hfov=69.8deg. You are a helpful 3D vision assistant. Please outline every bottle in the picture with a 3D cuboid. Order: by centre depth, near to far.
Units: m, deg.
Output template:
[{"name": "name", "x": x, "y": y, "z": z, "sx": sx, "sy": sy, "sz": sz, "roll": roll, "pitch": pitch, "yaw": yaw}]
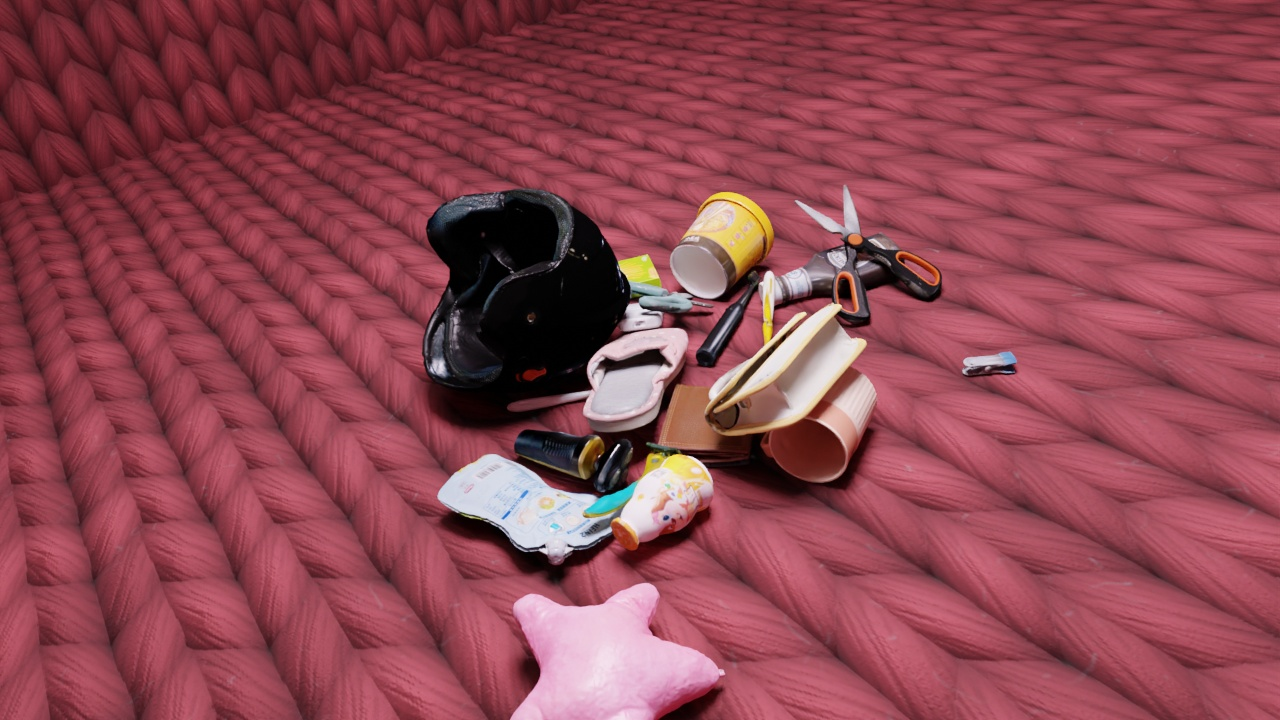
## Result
[{"name": "bottle", "x": 0.020, "y": 0.141, "z": 0.900, "sx": 0.108, "sy": 0.063, "sz": 0.063, "roll": -35, "pitch": 39, "yaw": -32}, {"name": "bottle", "x": 0.256, "y": -0.117, "z": 1.242, "sx": 0.194, "sy": 0.044, "sz": 0.079, "roll": -18, "pitch": 40, "yaw": -8}]

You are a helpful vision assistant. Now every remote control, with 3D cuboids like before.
[{"name": "remote control", "x": 0.002, "y": -0.059, "z": 1.217, "sx": 0.056, "sy": 0.020, "sz": 0.136, "roll": -8, "pitch": 11, "yaw": 4}]

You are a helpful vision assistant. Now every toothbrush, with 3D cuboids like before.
[{"name": "toothbrush", "x": -0.076, "y": 0.042, "z": 1.130, "sx": 0.180, "sy": 0.016, "sz": 0.016, "roll": -10, "pitch": 26, "yaw": 2}, {"name": "toothbrush", "x": 0.160, "y": -0.050, "z": 1.155, "sx": 0.016, "sy": 0.018, "sz": 0.190, "roll": 1, "pitch": 48, "yaw": 10}, {"name": "toothbrush", "x": 0.122, "y": -0.061, "z": 1.213, "sx": 0.026, "sy": 0.027, "sz": 0.212, "roll": -27, "pitch": 18, "yaw": 40}]

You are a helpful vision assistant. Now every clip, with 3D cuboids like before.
[{"name": "clip", "x": 0.392, "y": 0.006, "z": 1.033, "sx": 0.058, "sy": 0.036, "sz": 0.025, "roll": -5, "pitch": 35, "yaw": 4}]

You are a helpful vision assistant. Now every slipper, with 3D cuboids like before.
[{"name": "slipper", "x": -0.006, "y": 0.006, "z": 1.089, "sx": 0.114, "sy": 0.054, "sz": 0.273, "roll": -5, "pitch": 21, "yaw": 15}]

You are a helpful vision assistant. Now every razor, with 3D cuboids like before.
[{"name": "razor", "x": -0.012, "y": 0.126, "z": 0.931, "sx": 0.043, "sy": 0.028, "sz": 0.132, "roll": 11, "pitch": 34, "yaw": 39}, {"name": "razor", "x": -0.077, "y": 0.104, "z": 1.003, "sx": 0.168, "sy": 0.067, "sz": 0.062, "roll": 7, "pitch": 57, "yaw": 43}]

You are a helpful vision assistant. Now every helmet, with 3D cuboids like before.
[{"name": "helmet", "x": -0.146, "y": -0.073, "z": 1.139, "sx": 0.275, "sy": 0.230, "sz": 0.233, "roll": -52, "pitch": 43, "yaw": 16}]

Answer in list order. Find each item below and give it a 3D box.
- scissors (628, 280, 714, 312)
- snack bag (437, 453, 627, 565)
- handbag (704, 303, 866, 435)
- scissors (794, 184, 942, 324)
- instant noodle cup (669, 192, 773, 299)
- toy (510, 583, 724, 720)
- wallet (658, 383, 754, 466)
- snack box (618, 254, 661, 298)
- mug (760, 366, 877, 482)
[{"name": "scissors", "x": 0.010, "y": -0.087, "z": 1.226, "sx": 0.171, "sy": 0.019, "sz": 0.169, "roll": 14, "pitch": 11, "yaw": 12}, {"name": "snack bag", "x": -0.113, "y": 0.151, "z": 0.950, "sx": 0.191, "sy": 0.039, "sz": 0.110, "roll": 19, "pitch": 25, "yaw": 36}, {"name": "handbag", "x": 0.128, "y": 0.013, "z": 0.966, "sx": 0.179, "sy": 0.063, "sz": 0.162, "roll": -20, "pitch": 16, "yaw": 50}, {"name": "scissors", "x": 0.296, "y": -0.138, "z": 1.210, "sx": 0.228, "sy": 0.022, "sz": 0.220, "roll": 16, "pitch": 60, "yaw": 8}, {"name": "instant noodle cup", "x": 0.110, "y": -0.156, "z": 1.289, "sx": 0.119, "sy": 0.118, "sz": 0.114, "roll": 13, "pitch": 49, "yaw": 34}, {"name": "toy", "x": -0.020, "y": 0.258, "z": 0.728, "sx": 0.178, "sy": 0.075, "sz": 0.194, "roll": -1, "pitch": 36, "yaw": -3}, {"name": "wallet", "x": 0.079, "y": 0.071, "z": 1.023, "sx": 0.101, "sy": 0.032, "sz": 0.124, "roll": 1, "pitch": 35, "yaw": 14}, {"name": "snack box", "x": -0.053, "y": -0.111, "z": 1.349, "sx": 0.156, "sy": 0.026, "sz": 0.085, "roll": -14, "pitch": 33, "yaw": -4}, {"name": "mug", "x": 0.181, "y": 0.067, "z": 0.960, "sx": 0.115, "sy": 0.081, "sz": 0.105, "roll": -24, "pitch": 16, "yaw": 43}]
